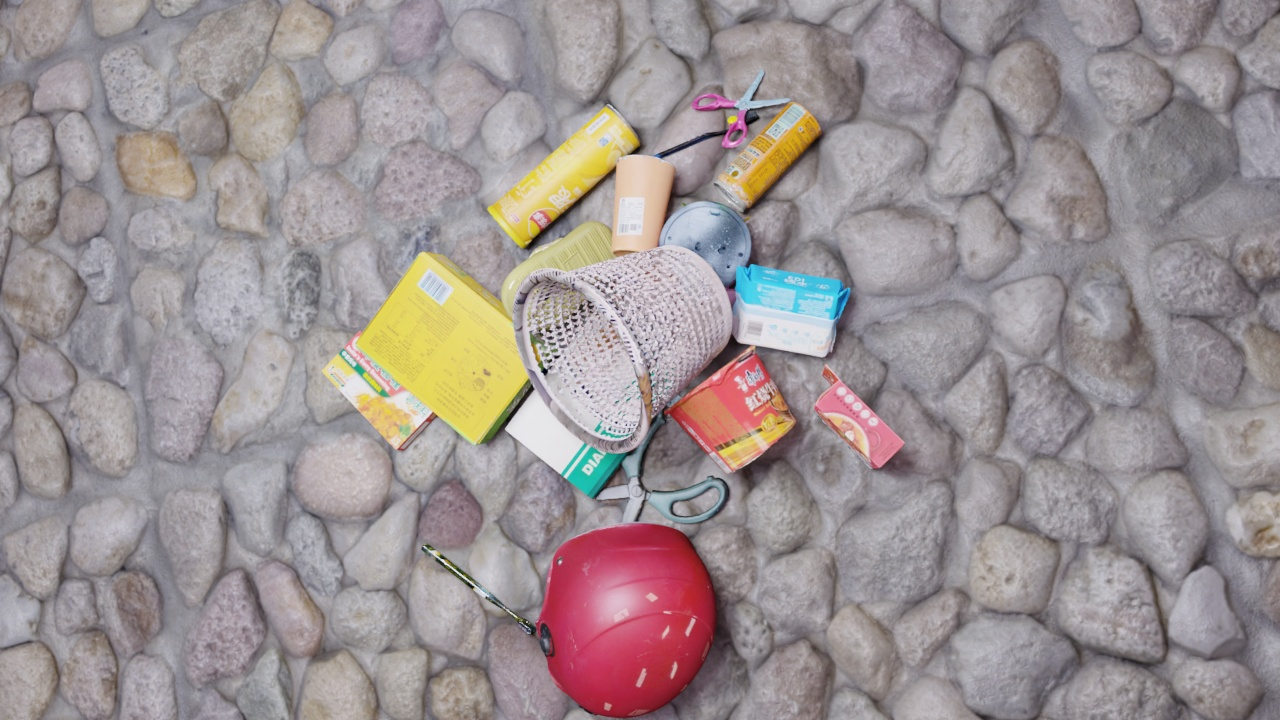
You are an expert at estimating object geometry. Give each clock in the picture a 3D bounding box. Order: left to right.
[{"bbox_3d":[0.079,-0.122,1.175,0.117,0.060,0.158,15,83,9],"label":"clock"}]

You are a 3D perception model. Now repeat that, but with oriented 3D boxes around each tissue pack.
[{"bbox_3d":[0.181,-0.064,1.133,0.140,0.063,0.090,10,118,5],"label":"tissue pack"}]

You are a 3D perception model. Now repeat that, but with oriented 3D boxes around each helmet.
[{"bbox_3d":[-0.006,0.315,1.051,0.206,0.144,0.240,5,99,-22],"label":"helmet"}]

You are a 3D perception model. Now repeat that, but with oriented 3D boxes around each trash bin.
[{"bbox_3d":[-0.007,-0.034,1.073,0.191,0.228,0.227,-31,76,-34],"label":"trash bin"}]

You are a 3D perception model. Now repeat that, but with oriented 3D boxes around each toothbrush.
[{"bbox_3d":[-0.211,0.294,1.184,0.186,0.017,0.012,34,95,12],"label":"toothbrush"},{"bbox_3d":[0.068,-0.292,1.223,0.189,0.014,0.016,-21,79,6],"label":"toothbrush"}]

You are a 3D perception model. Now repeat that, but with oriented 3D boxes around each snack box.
[{"bbox_3d":[-0.349,0.041,1.235,0.156,0.027,0.077,43,89,11],"label":"snack box"},{"bbox_3d":[-0.236,-0.016,1.182,0.210,0.070,0.158,39,99,5],"label":"snack box"},{"bbox_3d":[0.249,0.070,1.095,0.044,0.113,0.127,-44,78,2],"label":"snack box"}]

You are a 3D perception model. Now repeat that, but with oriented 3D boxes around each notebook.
[{"bbox_3d":[-0.056,0.051,1.183,0.150,0.012,0.209,37,89,13],"label":"notebook"}]

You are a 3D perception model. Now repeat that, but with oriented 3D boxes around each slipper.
[{"bbox_3d":[-0.109,-0.109,1.183,0.190,0.082,0.091,-41,113,-29],"label":"slipper"}]

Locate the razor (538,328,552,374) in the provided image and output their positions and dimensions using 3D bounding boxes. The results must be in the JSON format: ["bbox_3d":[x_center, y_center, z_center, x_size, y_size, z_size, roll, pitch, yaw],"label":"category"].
[{"bbox_3d":[-0.128,-0.053,1.216,0.043,0.022,0.142,2,82,7],"label":"razor"}]

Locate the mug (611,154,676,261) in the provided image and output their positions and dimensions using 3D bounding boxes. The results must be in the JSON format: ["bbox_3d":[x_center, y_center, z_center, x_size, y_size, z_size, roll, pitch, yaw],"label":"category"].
[{"bbox_3d":[0.000,-0.194,1.185,0.078,0.078,0.122,7,82,9],"label":"mug"}]

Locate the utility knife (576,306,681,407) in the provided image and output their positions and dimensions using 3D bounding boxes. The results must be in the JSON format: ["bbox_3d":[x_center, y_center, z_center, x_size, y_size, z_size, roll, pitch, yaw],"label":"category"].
[{"bbox_3d":[-0.007,0.007,1.196,0.213,0.022,0.031,42,94,7],"label":"utility knife"}]

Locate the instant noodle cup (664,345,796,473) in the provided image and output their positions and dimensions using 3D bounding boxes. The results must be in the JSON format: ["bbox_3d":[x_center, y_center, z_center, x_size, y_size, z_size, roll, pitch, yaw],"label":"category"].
[{"bbox_3d":[0.113,0.065,1.113,0.138,0.138,0.108,-37,87,2],"label":"instant noodle cup"}]

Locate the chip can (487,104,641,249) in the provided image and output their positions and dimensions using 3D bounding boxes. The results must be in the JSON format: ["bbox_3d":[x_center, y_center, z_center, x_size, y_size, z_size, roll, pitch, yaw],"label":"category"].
[{"bbox_3d":[-0.101,-0.243,1.212,0.213,0.072,0.072,-42,79,1],"label":"chip can"}]

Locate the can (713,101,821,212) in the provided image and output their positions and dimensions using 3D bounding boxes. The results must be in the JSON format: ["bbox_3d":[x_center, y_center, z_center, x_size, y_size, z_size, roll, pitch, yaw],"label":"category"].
[{"bbox_3d":[0.164,-0.262,1.181,0.058,0.058,0.146,44,91,12],"label":"can"}]

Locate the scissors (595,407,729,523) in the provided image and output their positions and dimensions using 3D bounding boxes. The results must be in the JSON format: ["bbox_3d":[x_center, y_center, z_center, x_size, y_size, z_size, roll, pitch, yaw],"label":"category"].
[{"bbox_3d":[0.035,0.145,1.167,0.179,0.019,0.170,15,84,9],"label":"scissors"}]

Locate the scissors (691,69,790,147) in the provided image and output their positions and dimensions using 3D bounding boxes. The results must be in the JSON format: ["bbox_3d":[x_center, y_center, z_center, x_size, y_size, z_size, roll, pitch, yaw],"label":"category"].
[{"bbox_3d":[0.127,-0.335,1.208,0.135,0.017,0.133,19,70,25],"label":"scissors"}]
